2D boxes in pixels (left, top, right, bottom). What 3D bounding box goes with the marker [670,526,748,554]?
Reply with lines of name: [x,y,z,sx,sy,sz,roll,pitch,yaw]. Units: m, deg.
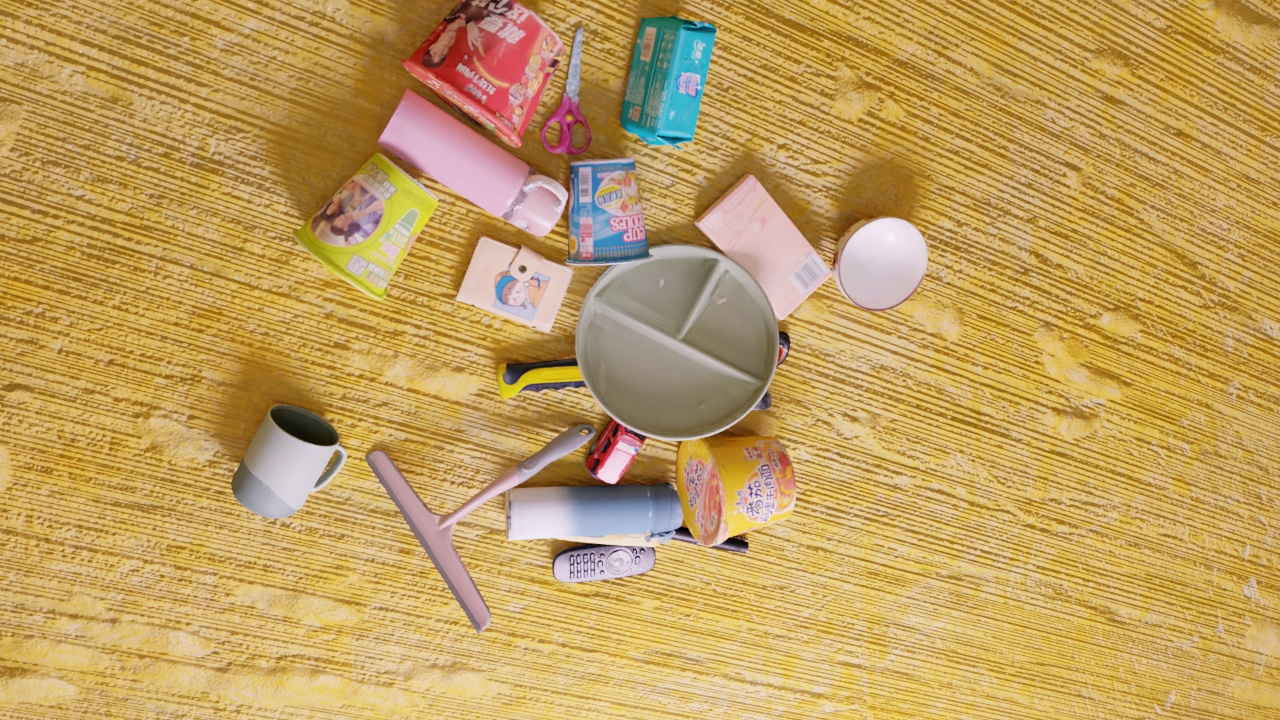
marker: [0.083,0.234,1.212,0.132,0.020,0.022,15,89,-18]

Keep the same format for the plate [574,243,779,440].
plate: [0.041,-0.021,1.042,0.230,0.027,0.230,-1,78,2]

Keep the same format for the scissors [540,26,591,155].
scissors: [-0.073,-0.288,0.984,0.056,0.017,0.133,7,105,-9]

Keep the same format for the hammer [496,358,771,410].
hammer: [-0.006,0.006,1.082,0.323,0.032,0.126,-4,100,-4]

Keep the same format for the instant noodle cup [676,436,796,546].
instant noodle cup: [0.119,0.154,1.134,0.109,0.138,0.138,-5,111,-20]

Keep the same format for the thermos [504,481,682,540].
thermos: [-0.057,0.188,1.138,0.220,0.070,0.070,1,110,-13]

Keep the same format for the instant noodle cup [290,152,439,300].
instant noodle cup: [-0.275,-0.144,0.947,0.111,0.112,0.123,39,90,-23]

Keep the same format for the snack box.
snack box: [0.144,-0.132,1.072,0.084,0.026,0.157,-42,105,2]

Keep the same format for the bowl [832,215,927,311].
bowl: [0.278,-0.121,1.100,0.113,0.062,0.113,-5,110,-13]

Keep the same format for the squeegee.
squeegee: [-0.154,0.141,1.078,0.249,0.040,0.247,-33,75,-19]

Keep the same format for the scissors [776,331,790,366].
scissors: [0.083,-0.008,1.120,0.190,0.021,0.229,40,97,-23]

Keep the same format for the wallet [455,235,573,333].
wallet: [-0.141,-0.088,1.039,0.115,0.024,0.087,20,109,-18]

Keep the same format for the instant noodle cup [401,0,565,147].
instant noodle cup: [-0.148,-0.295,0.903,0.138,0.138,0.108,34,91,-22]

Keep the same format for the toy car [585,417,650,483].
toy car: [-0.020,0.098,1.125,0.053,0.045,0.120,26,100,-22]

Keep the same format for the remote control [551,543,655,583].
remote control: [-0.048,0.258,1.189,0.136,0.024,0.053,-3,107,-13]

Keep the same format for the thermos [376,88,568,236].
thermos: [-0.168,-0.204,0.956,0.198,0.087,0.067,30,66,-19]

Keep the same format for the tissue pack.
tissue pack: [0.028,-0.290,0.961,0.050,0.093,0.134,3,111,-31]

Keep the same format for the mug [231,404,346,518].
mug: [-0.390,0.118,1.034,0.111,0.082,0.106,18,107,-51]

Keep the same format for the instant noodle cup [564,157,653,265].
instant noodle cup: [-0.039,-0.164,0.999,0.099,0.099,0.110,-6,104,-11]

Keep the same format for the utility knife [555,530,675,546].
utility knife: [-0.039,0.220,1.173,0.166,0.018,0.031,5,98,-11]
